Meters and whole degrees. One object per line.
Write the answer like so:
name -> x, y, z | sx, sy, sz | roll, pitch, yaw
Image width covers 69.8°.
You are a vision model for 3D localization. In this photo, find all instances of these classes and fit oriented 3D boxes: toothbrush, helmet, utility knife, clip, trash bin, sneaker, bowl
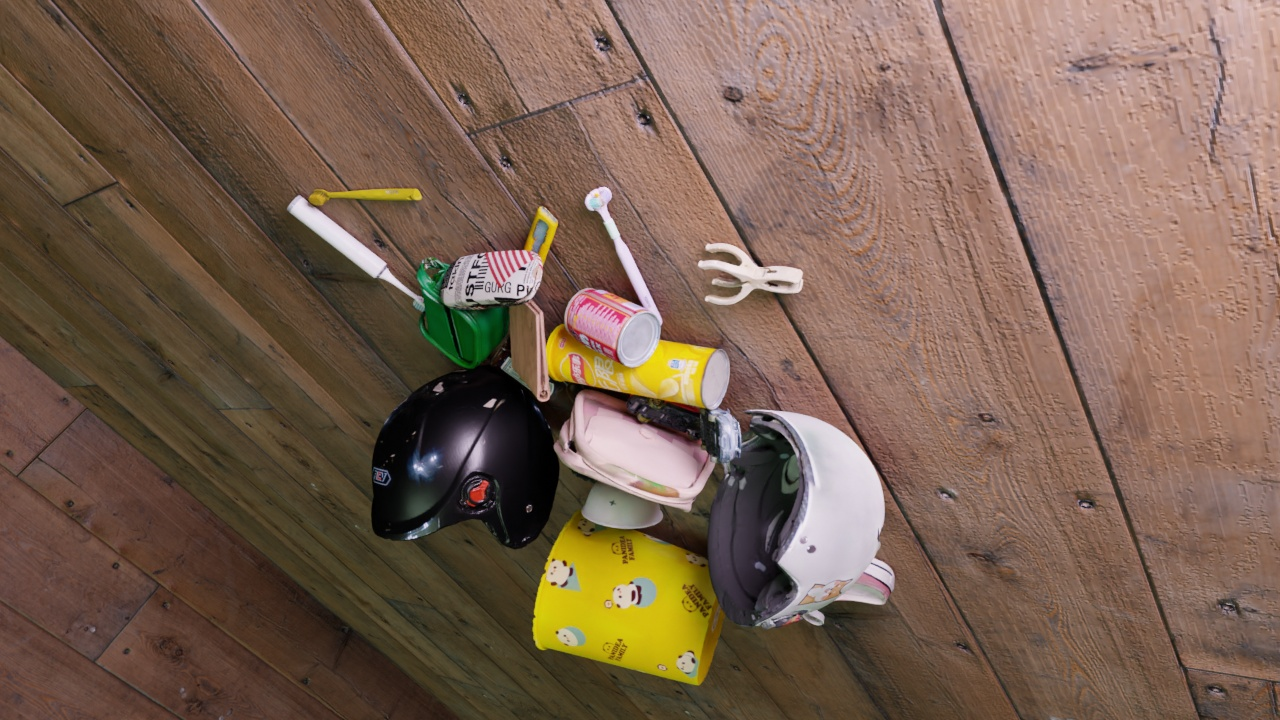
toothbrush -> -0.366, -0.137, 1.211 | 0.221, 0.026, 0.026 | 39, 124, -13
toothbrush -> -0.338, -0.198, 1.114 | 0.190, 0.016, 0.016 | 6, 139, 33
helmet -> 0.184, 0.181, 1.043 | 0.156, 0.229, 0.275 | 2, 138, -12
toothbrush -> -0.012, -0.104, 0.978 | 0.021, 0.029, 0.189 | 57, 176, 49
helmet -> -0.249, 0.134, 1.260 | 0.234, 0.273, 0.230 | 8, 114, 49
utility knife -> -0.122, -0.123, 1.042 | 0.033, 0.015, 0.157 | 29, 147, -2
clip -> 0.104, -0.076, 0.910 | 0.102, 0.034, 0.095 | 22, 142, 0
trash bin -> -0.004, 0.374, 1.427 | 0.255, 0.229, 0.230 | 14, 143, 16
sneaker -> 0.217, 0.289, 1.246 | 0.241, 0.087, 0.118 | 15, 144, 22
bowl -> -0.024, 0.190, 1.319 | 0.118, 0.118, 0.065 | 10, 102, 29

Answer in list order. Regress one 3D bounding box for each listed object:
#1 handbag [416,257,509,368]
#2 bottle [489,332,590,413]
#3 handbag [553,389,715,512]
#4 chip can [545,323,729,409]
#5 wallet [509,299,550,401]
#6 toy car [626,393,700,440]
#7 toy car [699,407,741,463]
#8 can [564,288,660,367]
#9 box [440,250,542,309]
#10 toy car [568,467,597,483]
handbag -> -0.232, -0.062, 1.173 | 0.120, 0.067, 0.132 | 33, 149, 11
bottle -> -0.104, 0.036, 1.213 | 0.195, 0.043, 0.080 | 35, 147, -7
handbag -> -0.007, 0.121, 1.085 | 0.193, 0.093, 0.234 | 23, -173, -2
chip can -> -0.006, 0.006, 1.069 | 0.214, 0.071, 0.072 | 11, 142, 29
wallet -> -0.135, -0.022, 1.104 | 0.101, 0.020, 0.115 | -139, 43, -56
toy car -> 0.044, 0.059, 1.121 | 0.120, 0.045, 0.053 | 23, 148, -11
toy car -> 0.089, 0.082, 1.036 | 0.036, 0.054, 0.120 | -4, -176, -7
can -> -0.033, -0.039, 1.020 | 0.094, 0.066, 0.066 | 27, 151, 38
box -> -0.175, -0.093, 1.050 | 0.165, 0.068, 0.052 | -4, 146, 42
toy car -> -0.078, 0.132, 1.329 | 0.048, 0.032, 0.105 | 17, 133, 21
